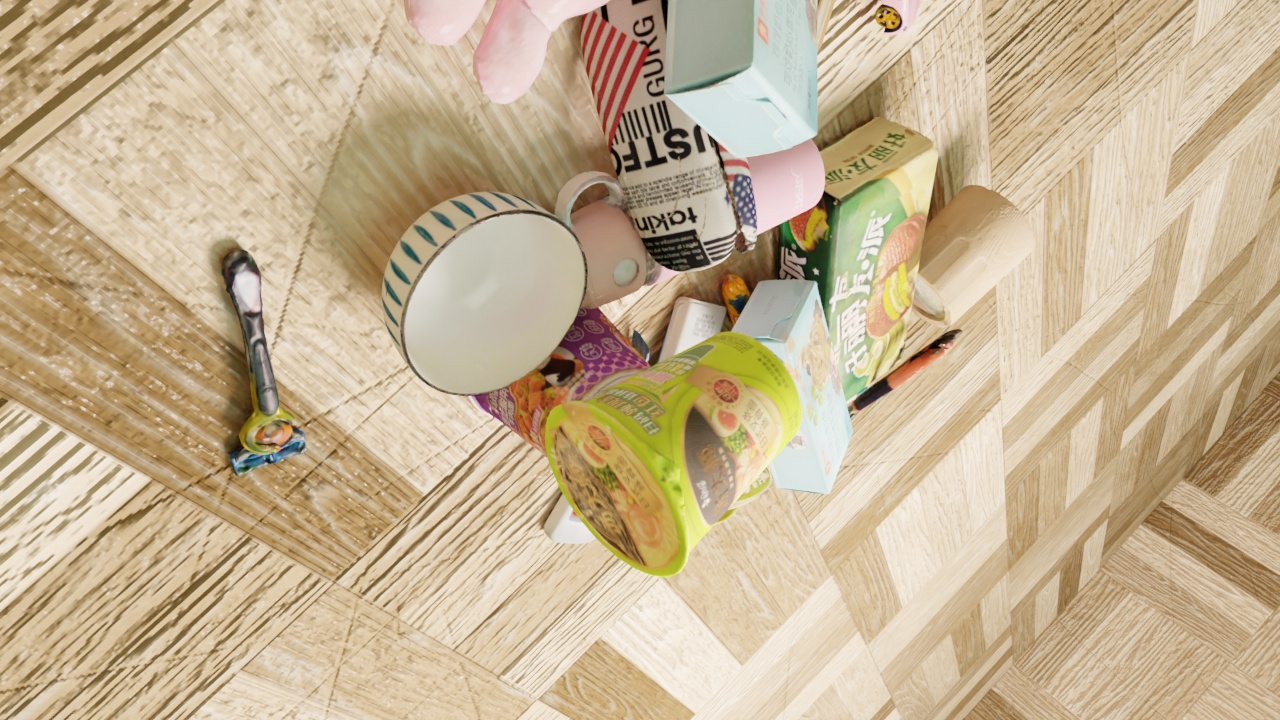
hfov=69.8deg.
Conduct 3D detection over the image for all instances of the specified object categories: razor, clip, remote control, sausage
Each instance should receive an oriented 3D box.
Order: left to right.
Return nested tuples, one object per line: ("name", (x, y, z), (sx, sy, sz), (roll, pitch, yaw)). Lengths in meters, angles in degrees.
("razor", (-0.204, 0.005, 0.491), (0.042, 0.022, 0.143), (-21, 134, -35))
("remote control", (-0.028, 0.091, 0.742), (0.055, 0.020, 0.136), (16, 109, -51))
("clip", (-0.004, 0.004, 0.688), (0.038, 0.026, 0.058), (-24, 142, -18))
("remote control", (0.032, 0.013, 0.715), (0.049, 0.024, 0.125), (7, 102, -49))
("sausage", (0.092, -0.019, 0.767), (0.021, 0.021, 0.165), (-42, 142, -11))

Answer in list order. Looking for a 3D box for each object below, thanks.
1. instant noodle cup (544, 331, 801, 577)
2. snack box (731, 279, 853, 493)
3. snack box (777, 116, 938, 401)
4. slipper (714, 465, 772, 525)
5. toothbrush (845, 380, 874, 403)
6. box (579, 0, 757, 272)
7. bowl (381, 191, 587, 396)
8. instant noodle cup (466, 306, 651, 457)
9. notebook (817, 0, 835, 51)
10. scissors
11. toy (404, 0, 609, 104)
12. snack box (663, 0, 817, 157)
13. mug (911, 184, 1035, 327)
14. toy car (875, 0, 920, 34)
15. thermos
("instant noodle cup", (0.027, 0.043, 0.531), (0.123, 0.112, 0.112), (-34, 141, -32))
("snack box", (0.125, 0.024, 0.742), (0.074, 0.052, 0.175), (-59, 139, -39))
("snack box", (0.174, -0.070, 0.771), (0.114, 0.063, 0.240), (-32, 140, -24))
("slipper", (0.082, 0.090, 0.803), (0.091, 0.081, 0.191), (-31, 142, -27))
("toothbrush", (0.168, 0.064, 0.920), (0.191, 0.016, 0.018), (-32, 149, -22))
("box", (0.030, -0.138, 0.531), (0.087, 0.076, 0.163), (-31, 107, -47))
("bowl", (-0.095, -0.045, 0.520), (0.116, 0.066, 0.117), (-26, 137, -27))
("instant noodle cup", (-0.045, 0.016, 0.597), (0.111, 0.099, 0.112), (-25, 135, -28))
("notebook", (0.129, -0.277, 0.525), (0.147, 0.008, 0.208), (-63, 168, -60))
("scissors", (0.200, 0.042, 0.853), (0.208, 0.015, 0.186), (-33, 172, -23))
("toy", (-0.048, -0.207, 0.436), (0.159, 0.054, 0.121), (-56, 142, -3))
("snack box", (0.055, -0.200, 0.476), (0.074, 0.052, 0.174), (24, 63, -53))
("mug", (0.283, -0.092, 0.846), (0.103, 0.084, 0.125), (-43, -179, -6))
("toy car", (0.175, -0.274, 0.607), (0.056, 0.037, 0.122), (-63, 150, -24))
("thermos", (0.028, -0.103, 0.597), (0.198, 0.067, 0.087), (-26, 130, -26))
